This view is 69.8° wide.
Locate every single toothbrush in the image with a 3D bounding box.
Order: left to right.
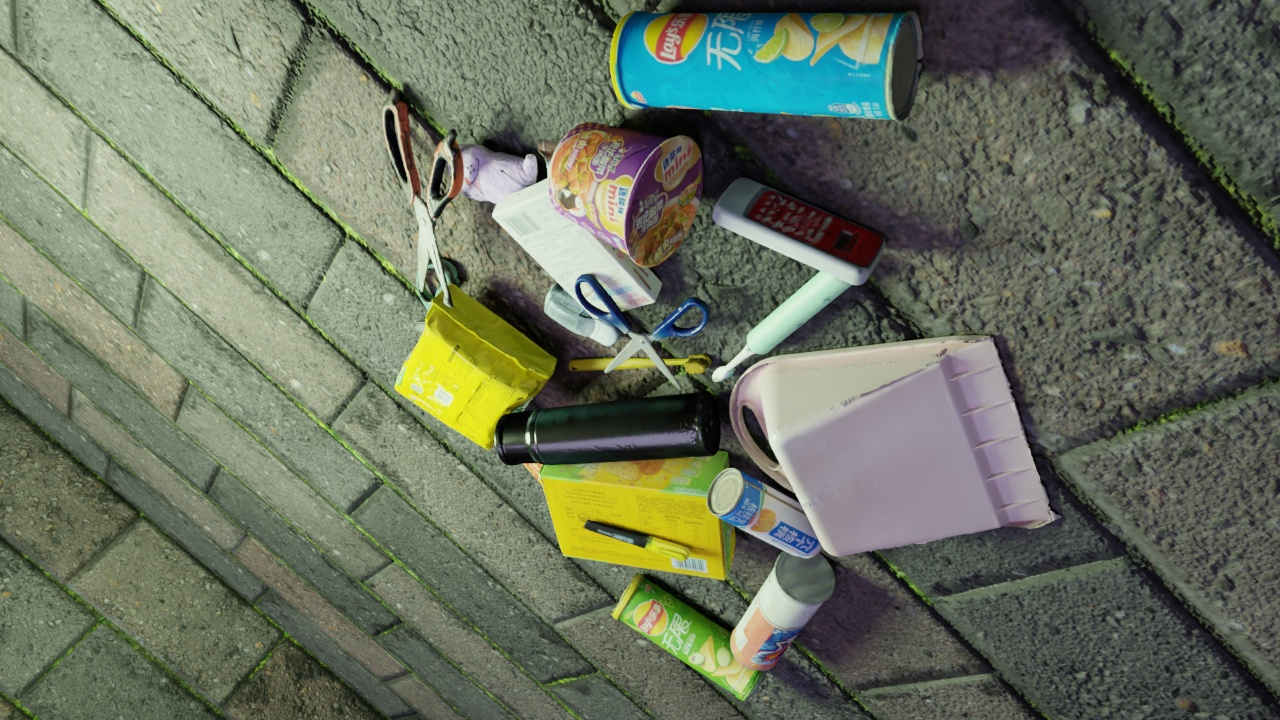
[{"bbox_3d":[-0.006,0.006,0.984,0.190,0.016,0.016,-2,129,39],"label":"toothbrush"},{"bbox_3d":[0.124,-0.030,0.838,0.225,0.027,0.026,-45,60,52],"label":"toothbrush"}]

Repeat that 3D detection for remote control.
[{"bbox_3d":[0.126,-0.106,0.734,0.136,0.055,0.020,27,143,14],"label":"remote control"}]

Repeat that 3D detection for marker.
[{"bbox_3d":[-0.005,0.204,1.041,0.124,0.015,0.018,16,130,8],"label":"marker"}]

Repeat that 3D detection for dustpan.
[{"bbox_3d":[0.221,0.067,0.877,0.274,0.138,0.223,-18,119,15],"label":"dustpan"}]

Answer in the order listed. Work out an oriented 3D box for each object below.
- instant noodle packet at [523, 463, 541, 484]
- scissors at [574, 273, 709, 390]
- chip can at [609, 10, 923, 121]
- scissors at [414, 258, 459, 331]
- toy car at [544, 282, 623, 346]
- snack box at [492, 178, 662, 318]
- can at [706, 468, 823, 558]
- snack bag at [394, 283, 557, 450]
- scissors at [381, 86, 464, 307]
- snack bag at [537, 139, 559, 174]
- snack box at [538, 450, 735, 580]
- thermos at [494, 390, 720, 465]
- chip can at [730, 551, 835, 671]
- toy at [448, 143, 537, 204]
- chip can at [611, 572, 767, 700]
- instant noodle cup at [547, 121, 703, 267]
[{"bbox_3d":[-0.096,0.128,1.160,0.129,0.044,0.111,-17,115,46],"label":"instant noodle packet"},{"bbox_3d":[-0.002,-0.029,0.906,0.162,0.012,0.174,35,141,-15],"label":"scissors"},{"bbox_3d":[0.084,-0.209,0.648,0.210,0.071,0.071,12,136,29],"label":"chip can"},{"bbox_3d":[-0.206,-0.040,1.094,0.181,0.019,0.171,30,140,7],"label":"scissors"},{"bbox_3d":[-0.060,-0.047,0.961,0.090,0.034,0.043,32,139,5],"label":"toy car"},{"bbox_3d":[-0.059,-0.104,0.874,0.085,0.026,0.157,-12,135,41],"label":"snack box"},{"bbox_3d":[0.136,0.164,0.970,0.134,0.053,0.053,30,148,-28],"label":"can"},{"bbox_3d":[-0.207,0.021,1.091,0.158,0.068,0.247,37,146,-5],"label":"snack bag"},{"bbox_3d":[-0.217,-0.163,0.925,0.189,0.015,0.227,57,142,9],"label":"scissors"},{"bbox_3d":[-0.070,-0.158,0.859,0.048,0.026,0.104,10,138,11],"label":"snack bag"},{"bbox_3d":[0.001,0.170,1.069,0.210,0.069,0.158,5,134,16],"label":"snack box"},{"bbox_3d":[-0.035,0.071,0.999,0.243,0.089,0.068,-5,114,23],"label":"thermos"},{"bbox_3d":[0.167,0.306,1.113,0.071,0.071,0.215,29,142,11],"label":"chip can"},{"bbox_3d":[-0.139,-0.174,0.886,0.108,0.038,0.084,18,137,22],"label":"toy"},{"bbox_3d":[0.070,0.381,1.264,0.221,0.072,0.073,31,142,8],"label":"chip can"},{"bbox_3d":[-0.017,-0.146,0.771,0.099,0.111,0.112,25,141,26],"label":"instant noodle cup"}]
